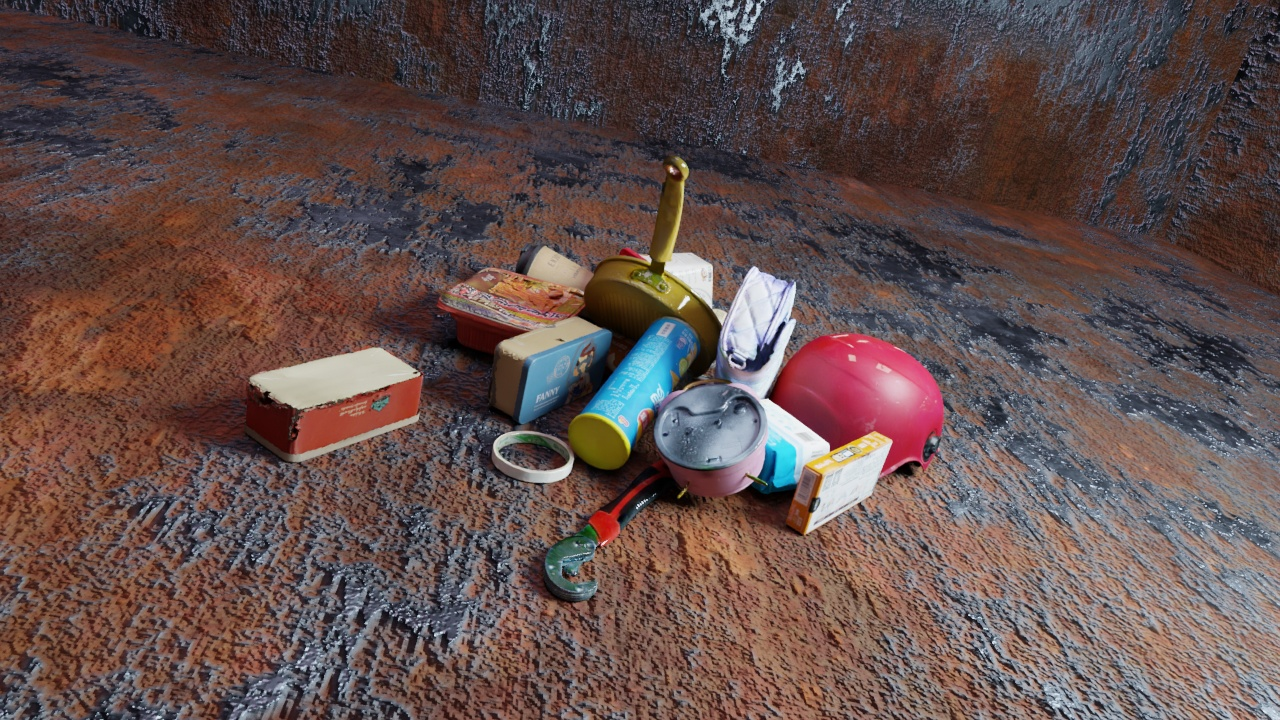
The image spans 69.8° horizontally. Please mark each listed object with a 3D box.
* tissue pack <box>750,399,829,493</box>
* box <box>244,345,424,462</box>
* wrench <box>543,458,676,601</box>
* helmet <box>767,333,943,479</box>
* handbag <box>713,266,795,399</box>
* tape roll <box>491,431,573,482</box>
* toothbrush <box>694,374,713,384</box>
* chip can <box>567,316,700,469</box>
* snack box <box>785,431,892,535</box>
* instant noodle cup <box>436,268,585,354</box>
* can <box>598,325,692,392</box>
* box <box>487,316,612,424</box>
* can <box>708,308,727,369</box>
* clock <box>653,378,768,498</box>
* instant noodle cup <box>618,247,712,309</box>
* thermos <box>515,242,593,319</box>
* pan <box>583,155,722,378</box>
[{"bbox_3d":[0.139,0.097,1.037,0.089,0.063,0.140,-3,29,-37],"label":"tissue pack"},{"bbox_3d":[-0.310,0.032,0.936,0.091,0.076,0.168,26,26,28],"label":"box"},{"bbox_3d":[-0.020,0.152,0.887,0.056,0.016,0.272,23,25,15],"label":"wrench"},{"bbox_3d":[0.285,0.040,1.151,0.239,0.144,0.207,-5,26,-38],"label":"helmet"},{"bbox_3d":[0.135,-0.016,1.092,0.075,0.134,0.194,23,-17,11],"label":"handbag"},{"bbox_3d":[-0.113,0.100,0.961,0.086,0.014,0.085,11,23,-5],"label":"tape roll"},{"bbox_3d":[0.065,0.011,1.257,0.192,0.018,0.016,27,27,33],"label":"toothbrush"},{"bbox_3d":[-0.002,0.032,1.035,0.071,0.071,0.209,20,40,16],"label":"chip can"},{"bbox_3d":[0.215,0.129,0.986,0.026,0.075,0.153,30,28,33],"label":"snack box"},{"bbox_3d":[-0.167,-0.059,1.220,0.164,0.079,0.188,17,24,9],"label":"instant noodle cup"},{"bbox_3d":[-0.007,0.007,1.177,0.147,0.058,0.057,27,27,30],"label":"can"},{"bbox_3d":[-0.109,0.009,1.082,0.060,0.090,0.183,24,28,23],"label":"box"},{"bbox_3d":[0.100,-0.032,1.324,0.058,0.059,0.116,16,23,8],"label":"can"},{"bbox_3d":[0.075,0.073,0.967,0.117,0.060,0.158,-10,44,6],"label":"clock"},{"bbox_3d":[0.032,-0.103,1.322,0.124,0.116,0.116,-11,26,-22],"label":"instant noodle cup"},{"bbox_3d":[-0.116,-0.114,1.370,0.143,0.093,0.092,23,24,6],"label":"thermos"},{"bbox_3d":[0.023,-0.104,1.117,0.198,0.358,0.078,28,65,15],"label":"pan"}]
